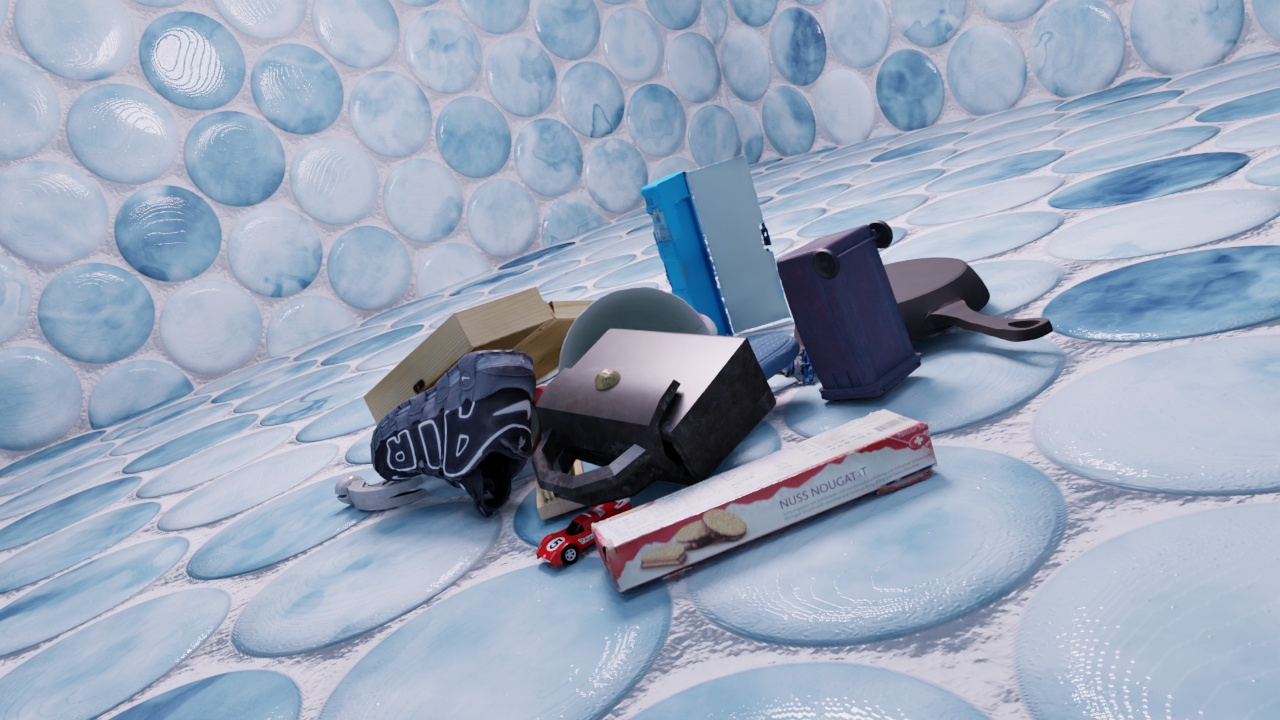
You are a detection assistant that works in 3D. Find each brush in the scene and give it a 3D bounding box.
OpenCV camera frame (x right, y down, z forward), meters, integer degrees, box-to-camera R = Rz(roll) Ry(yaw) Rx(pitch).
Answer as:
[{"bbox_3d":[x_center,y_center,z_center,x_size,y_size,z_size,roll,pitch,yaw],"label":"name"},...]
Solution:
[{"bbox_3d":[-0.082,0.119,0.925,0.049,0.039,0.117,-18,19,-2],"label":"brush"}]

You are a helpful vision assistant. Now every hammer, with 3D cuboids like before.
[{"bbox_3d":[-0.228,0.105,1.181,0.126,0.036,0.314,-1,22,43],"label":"hammer"}]

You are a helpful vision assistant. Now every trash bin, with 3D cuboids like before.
[{"bbox_3d":[0.211,-0.045,0.920,0.093,0.161,0.092,-29,12,-35],"label":"trash bin"}]

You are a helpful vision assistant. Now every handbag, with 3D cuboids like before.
[{"bbox_3d":[-0.017,0.053,0.848,0.198,0.102,0.198,5,43,45],"label":"handbag"}]

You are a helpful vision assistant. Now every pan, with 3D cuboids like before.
[{"bbox_3d":[0.310,-0.062,1.019,0.248,0.043,0.356,-23,15,-17],"label":"pan"}]

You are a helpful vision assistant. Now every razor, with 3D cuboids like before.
[{"bbox_3d":[0.135,0.016,1.056,0.141,0.043,0.018,-15,-28,37],"label":"razor"}]

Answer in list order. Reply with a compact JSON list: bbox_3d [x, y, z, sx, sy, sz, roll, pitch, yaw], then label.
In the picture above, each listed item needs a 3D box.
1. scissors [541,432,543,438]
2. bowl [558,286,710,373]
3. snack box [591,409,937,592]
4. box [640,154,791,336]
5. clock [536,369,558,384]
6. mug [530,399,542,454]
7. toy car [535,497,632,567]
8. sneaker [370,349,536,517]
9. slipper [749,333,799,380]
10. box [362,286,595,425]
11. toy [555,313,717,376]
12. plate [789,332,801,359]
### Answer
[{"bbox_3d":[-0.124,0.096,1.129,0.073,0.016,0.134,-18,19,-19],"label":"scissors"},{"bbox_3d":[-0.006,0.006,1.024,0.174,0.174,0.068,-20,1,-7],"label":"bowl"},{"bbox_3d":[0.098,0.110,0.736,0.272,0.044,0.076,-20,9,-8],"label":"snack box"},{"bbox_3d":[0.095,-0.142,1.262,0.166,0.244,0.075,-24,16,-22],"label":"box"},{"bbox_3d":[-0.178,-0.004,1.457,0.120,0.061,0.159,-17,16,6],"label":"clock"},{"bbox_3d":[-0.180,0.067,1.095,0.081,0.111,0.084,-5,26,46],"label":"mug"},{"bbox_3d":[-0.049,0.149,0.804,0.089,0.025,0.038,-27,17,-29],"label":"toy car"},{"bbox_3d":[-0.193,0.105,0.980,0.097,0.150,0.253,13,-37,-45],"label":"sneaker"},{"bbox_3d":[0.084,0.045,0.957,0.213,0.059,0.104,-39,19,-19],"label":"slipper"},{"bbox_3d":[-0.177,-0.006,1.132,0.256,0.076,0.248,-6,-18,-43],"label":"box"},{"bbox_3d":[0.004,0.004,1.160,0.138,0.085,0.208,-1,24,43],"label":"toy"},{"bbox_3d":[0.246,-0.024,1.089,0.173,0.019,0.172,-17,14,4],"label":"plate"}]
